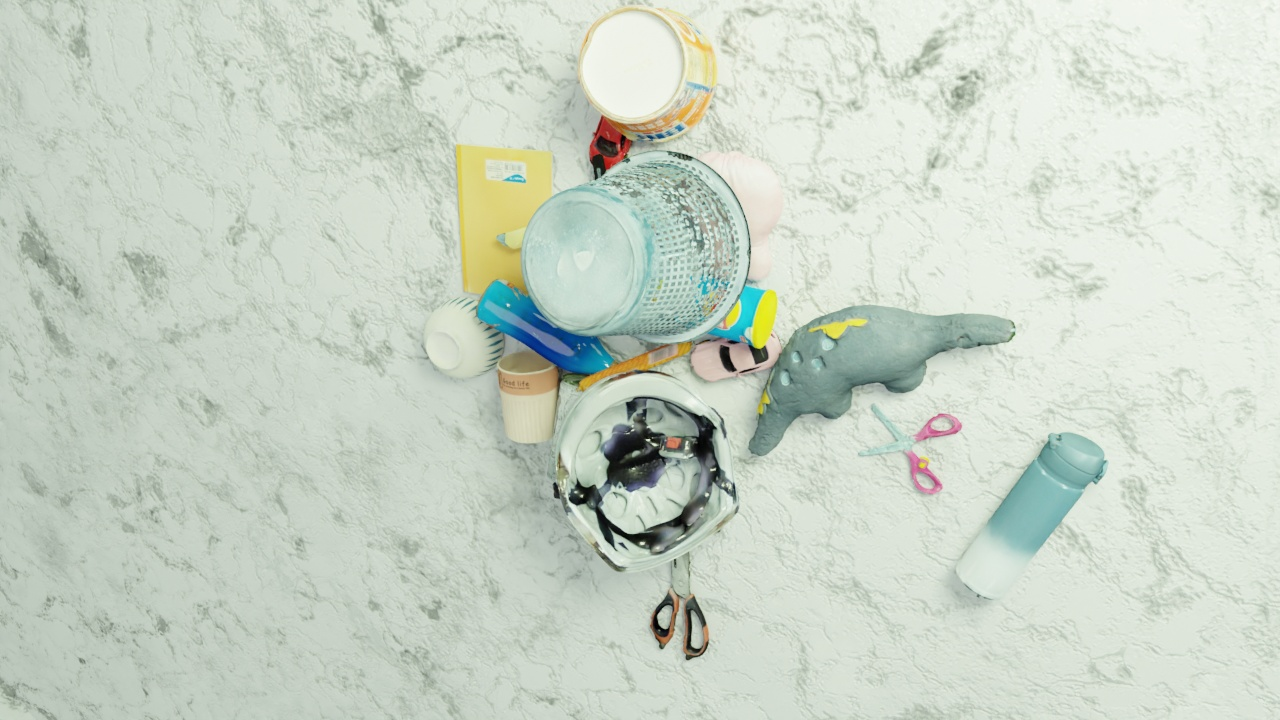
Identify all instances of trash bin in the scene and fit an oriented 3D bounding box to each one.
[{"bbox_3d":[-0.019,-0.113,0.997,0.227,0.194,0.227,6,104,26],"label":"trash bin"}]

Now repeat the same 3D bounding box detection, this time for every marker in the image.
[{"bbox_3d":[-0.044,-0.197,1.145,0.018,0.015,0.124,2,121,19],"label":"marker"}]

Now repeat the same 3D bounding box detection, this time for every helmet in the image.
[{"bbox_3d":[-0.005,0.126,1.176,0.229,0.146,0.259,-30,105,-8],"label":"helmet"}]

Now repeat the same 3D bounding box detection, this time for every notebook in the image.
[{"bbox_3d":[-0.180,-0.181,1.228,0.146,0.010,0.206,10,113,21],"label":"notebook"}]

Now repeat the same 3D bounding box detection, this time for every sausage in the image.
[{"bbox_3d":[-0.007,0.007,1.183,0.165,0.021,0.021,-22,101,4],"label":"sausage"}]

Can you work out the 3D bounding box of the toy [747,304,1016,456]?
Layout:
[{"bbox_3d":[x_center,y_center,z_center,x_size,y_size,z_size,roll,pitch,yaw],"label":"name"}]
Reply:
[{"bbox_3d":[0.245,0.004,1.064,0.357,0.091,0.138,-28,109,32],"label":"toy"}]

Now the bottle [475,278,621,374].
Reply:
[{"bbox_3d":[-0.113,-0.030,1.221,0.219,0.065,0.065,31,119,4],"label":"bottle"}]

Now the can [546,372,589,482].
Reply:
[{"bbox_3d":[-0.089,0.094,1.242,0.058,0.058,0.147,14,106,19],"label":"can"}]

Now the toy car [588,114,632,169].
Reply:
[{"bbox_3d":[-0.031,-0.276,1.113,0.049,0.031,0.106,30,121,12],"label":"toy car"}]

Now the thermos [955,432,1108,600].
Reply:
[{"bbox_3d":[0.447,0.179,1.054,0.070,0.070,0.221,30,119,11],"label":"thermos"}]

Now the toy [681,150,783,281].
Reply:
[{"bbox_3d":[0.108,-0.169,1.079,0.121,0.054,0.160,9,123,22],"label":"toy"}]

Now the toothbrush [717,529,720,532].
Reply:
[{"bbox_3d":[0.021,0.211,1.272,0.186,0.012,0.017,11,107,9],"label":"toothbrush"}]

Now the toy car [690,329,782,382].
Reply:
[{"bbox_3d":[0.118,-0.006,1.147,0.123,0.037,0.056,-15,101,29],"label":"toy car"}]

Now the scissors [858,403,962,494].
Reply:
[{"bbox_3d":[0.328,0.100,1.107,0.133,0.017,0.136,50,124,4],"label":"scissors"}]

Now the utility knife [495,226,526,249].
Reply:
[{"bbox_3d":[-0.114,-0.172,1.187,0.163,0.018,0.031,-14,106,13],"label":"utility knife"}]

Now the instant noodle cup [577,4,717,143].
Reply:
[{"bbox_3d":[0.003,-0.320,1.015,0.151,0.111,0.151,3,101,13],"label":"instant noodle cup"}]

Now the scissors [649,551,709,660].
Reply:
[{"bbox_3d":[0.046,0.333,1.323,0.194,0.015,0.206,-38,91,31],"label":"scissors"}]

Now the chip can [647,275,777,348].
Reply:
[{"bbox_3d":[0.056,-0.073,1.119,0.210,0.071,0.071,15,115,23],"label":"chip can"}]

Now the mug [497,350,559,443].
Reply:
[{"bbox_3d":[-0.162,0.046,1.275,0.115,0.081,0.106,22,122,45],"label":"mug"}]

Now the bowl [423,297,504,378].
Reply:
[{"bbox_3d":[-0.258,-0.025,1.292,0.116,0.066,0.116,9,113,22],"label":"bowl"}]
